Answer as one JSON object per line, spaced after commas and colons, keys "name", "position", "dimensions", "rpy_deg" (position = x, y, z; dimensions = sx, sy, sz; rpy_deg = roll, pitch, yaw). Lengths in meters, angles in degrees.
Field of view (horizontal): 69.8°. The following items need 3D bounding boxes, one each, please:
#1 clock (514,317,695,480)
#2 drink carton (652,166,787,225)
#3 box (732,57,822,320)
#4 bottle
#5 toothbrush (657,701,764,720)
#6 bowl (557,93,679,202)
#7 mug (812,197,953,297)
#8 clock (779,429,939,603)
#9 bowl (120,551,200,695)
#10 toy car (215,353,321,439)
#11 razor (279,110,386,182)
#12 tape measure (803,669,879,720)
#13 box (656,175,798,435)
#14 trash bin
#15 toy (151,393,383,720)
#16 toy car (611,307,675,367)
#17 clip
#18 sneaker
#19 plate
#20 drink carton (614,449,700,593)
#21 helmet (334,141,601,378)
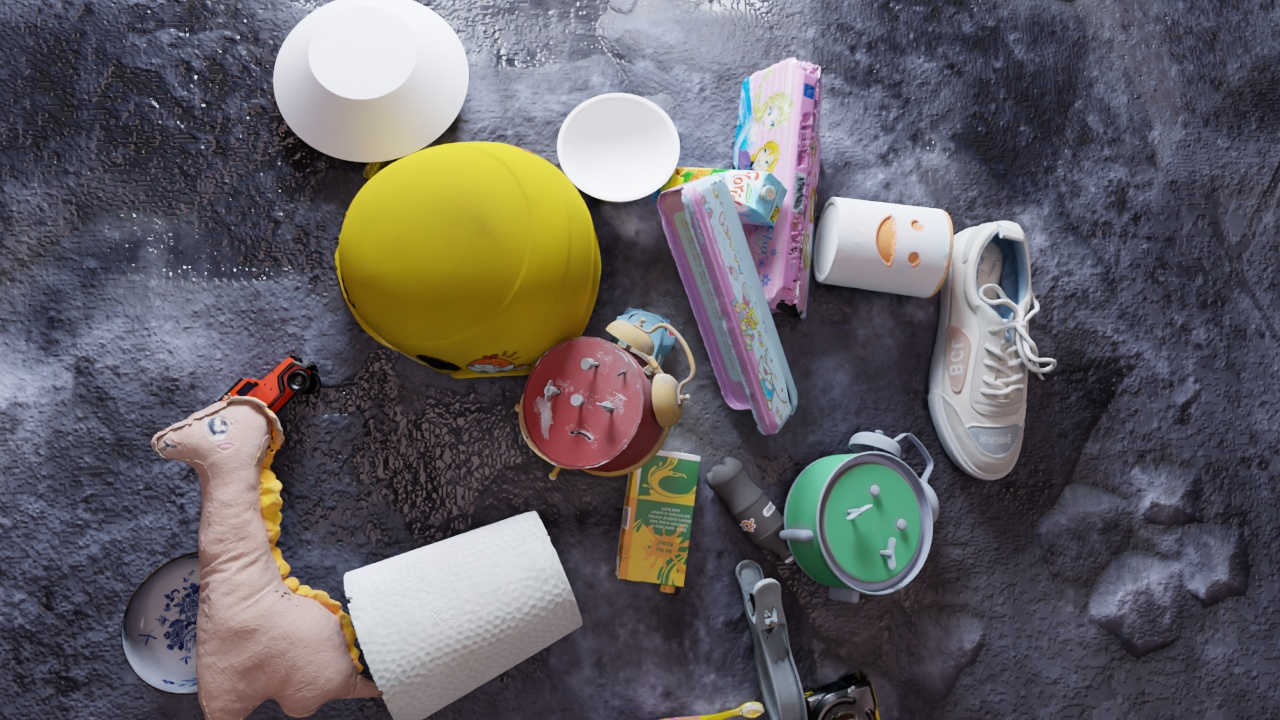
{"name": "clock", "position": [-0.027, 0.029, 0.776], "dimensions": [0.159, 0.081, 0.117], "rpy_deg": [-34, 71, 13]}
{"name": "drink carton", "position": [0.070, -0.148, 0.818], "dimensions": [0.038, 0.129, 0.044], "rpy_deg": [30, 79, -45]}
{"name": "box", "position": [0.139, -0.152, 0.853], "dimensions": [0.090, 0.085, 0.230], "rpy_deg": [11, 82, -34]}
{"name": "bottle", "position": [0.104, 0.139, 0.833], "dimensions": [0.036, 0.036, 0.110], "rpy_deg": [-38, 90, -9]}
{"name": "toothbrush", "position": [0.045, 0.325, 0.819], "dimensions": [0.135, 0.016, 0.021], "rpy_deg": [-10, 87, -7]}
{"name": "bowl", "position": [-0.021, -0.187, 0.845], "dimensions": [0.110, 0.041, 0.109], "rpy_deg": [0, 73, -1]}
{"name": "mug", "position": [0.222, -0.104, 0.846], "dimensions": [0.105, 0.082, 0.082], "rpy_deg": [7, 84, -5]}
{"name": "clock", "position": [0.208, 0.130, 0.819], "dimensions": [0.161, 0.075, 0.122], "rpy_deg": [-43, 100, -22]}
{"name": "bowl", "position": [-0.370, 0.212, 0.759], "dimensions": [0.114, 0.045, 0.114], "rpy_deg": [1, 89, -38]}
{"name": "toy car", "position": [-0.323, 0.033, 0.788], "dimensions": [0.049, 0.051, 0.100], "rpy_deg": [42, 82, -3]}
{"name": "razor", "position": [-0.279, -0.203, 0.832], "dimensions": [0.106, 0.026, 0.042], "rpy_deg": [28, 83, 1]}
{"name": "tape measure", "position": [0.180, 0.324, 0.822], "dimensions": [0.071, 0.042, 0.072], "rpy_deg": [-17, 89, -11]}
{"name": "box", "position": [0.078, -0.050, 0.777], "dimensions": [0.062, 0.140, 0.214], "rpy_deg": [-21, 101, -2]}
{"name": "trash bin", "position": [-0.142, 0.204, 0.758], "dimensions": [0.161, 0.133, 0.133], "rpy_deg": [-22, 87, -13]}
{"name": "toy", "position": [-0.294, 0.161, 0.750], "dimensions": [0.195, 0.065, 0.264], "rpy_deg": [4, 83, -34]}
{"name": "toy car", "position": [-0.005, 0.005, 0.838], "dimensions": [0.060, 0.027, 0.107], "rpy_deg": [17, 83, -5]}
{"name": "clip", "position": [0.115, 0.257, 0.816], "dimensions": [0.027, 0.090, 0.162], "rpy_deg": [-12, 100, -9]}
{"name": "sneaker", "position": [0.323, -0.011, 0.845], "dimensions": [0.089, 0.091, 0.242], "rpy_deg": [2, 85, -7]}
{"name": "plate", "position": [-0.243, -0.264, 0.817], "dimensions": [0.174, 0.036, 0.173], "rpy_deg": [1, 74, -4]}
{"name": "drink carton", "position": [0.014, 0.142, 0.821], "dimensions": [0.058, 0.041, 0.122], "rpy_deg": [9, 83, -6]}
{"name": "helmet", "position": [-0.150, -0.093, 0.775], "dimensions": [0.240, 0.140, 0.209], "rpy_deg": [3, 84, -6]}
